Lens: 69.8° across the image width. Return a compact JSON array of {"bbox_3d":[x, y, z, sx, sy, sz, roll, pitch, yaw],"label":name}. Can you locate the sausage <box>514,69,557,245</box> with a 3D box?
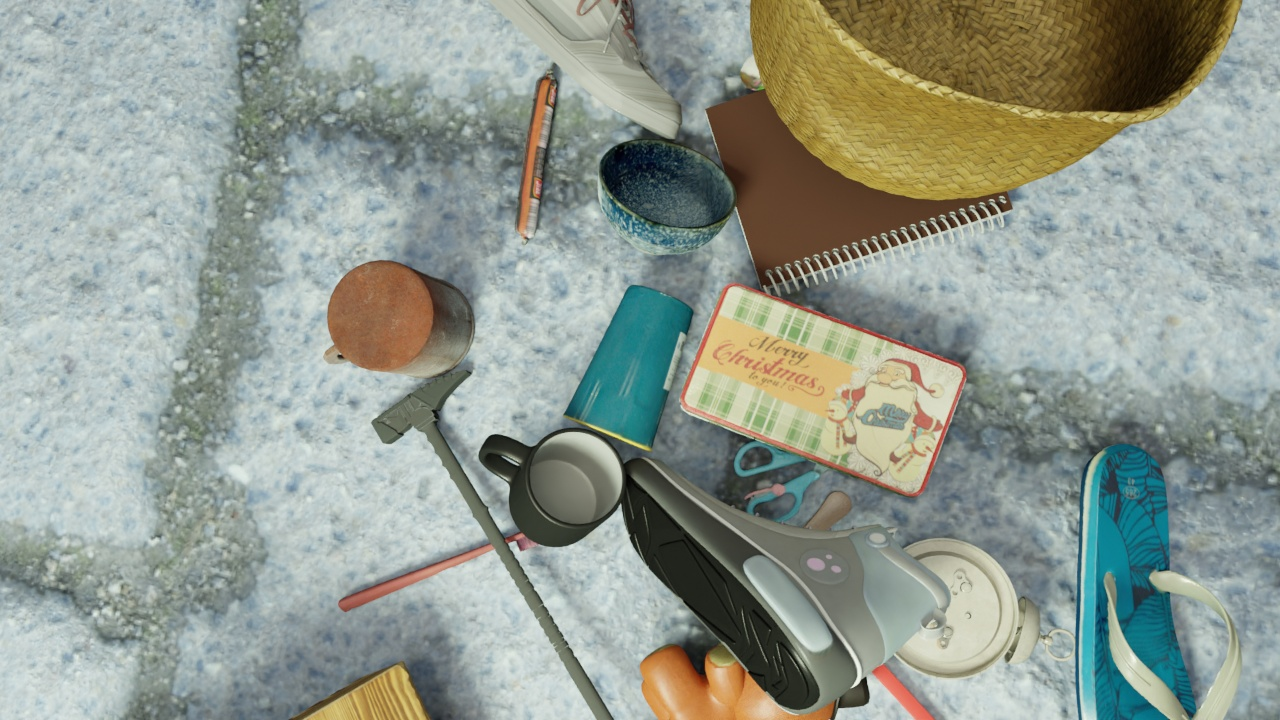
[{"bbox_3d":[-0.091,-0.177,0.795,0.020,0.020,0.155,8,88,7],"label":"sausage"}]

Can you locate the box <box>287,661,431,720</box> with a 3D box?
[{"bbox_3d":[-0.310,0.459,0.740,0.338,0.285,0.279,-32,83,46],"label":"box"}]

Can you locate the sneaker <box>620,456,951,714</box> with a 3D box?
[{"bbox_3d":[0.102,0.138,0.699,0.160,0.257,0.093,-19,127,-25],"label":"sneaker"}]

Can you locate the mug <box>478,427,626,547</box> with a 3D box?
[{"bbox_3d":[-0.075,0.094,0.728,0.113,0.088,0.078,30,64,-4],"label":"mug"}]

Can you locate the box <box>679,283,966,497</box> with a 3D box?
[{"bbox_3d":[0.143,0.024,0.736,0.205,0.051,0.117,22,83,9],"label":"box"}]

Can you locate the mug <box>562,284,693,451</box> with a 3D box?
[{"bbox_3d":[-0.004,0.004,0.749,0.078,0.078,0.121,22,85,8],"label":"mug"}]

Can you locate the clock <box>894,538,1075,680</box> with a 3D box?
[{"bbox_3d":[0.254,0.197,0.712,0.157,0.061,0.103,16,85,15],"label":"clock"}]

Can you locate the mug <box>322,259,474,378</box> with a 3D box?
[{"bbox_3d":[-0.210,-0.025,0.759,0.123,0.110,0.096,-27,79,4],"label":"mug"}]

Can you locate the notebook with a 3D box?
[{"bbox_3d":[0.179,-0.162,0.761,0.209,0.022,0.171,-17,83,6],"label":"notebook"}]

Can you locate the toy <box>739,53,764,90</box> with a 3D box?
[{"bbox_3d":[0.131,-0.278,0.763,0.079,0.038,0.122,16,80,12],"label":"toy"}]

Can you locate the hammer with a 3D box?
[{"bbox_3d":[-0.106,0.158,0.763,0.095,0.015,0.325,-34,77,2],"label":"hammer"}]

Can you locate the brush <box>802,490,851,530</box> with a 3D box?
[{"bbox_3d":[0.123,0.160,0.752,0.050,0.015,0.136,43,93,6],"label":"brush"}]

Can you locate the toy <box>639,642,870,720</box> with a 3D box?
[{"bbox_3d":[0.087,0.254,0.708,0.176,0.112,0.096,8,56,5],"label":"toy"}]

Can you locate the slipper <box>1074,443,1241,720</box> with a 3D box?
[{"bbox_3d":[0.379,0.209,0.677,0.118,0.060,0.294,0,84,-20],"label":"slipper"}]

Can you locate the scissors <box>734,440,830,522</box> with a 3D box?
[{"bbox_3d":[0.141,0.077,0.759,0.141,0.015,0.076,-29,82,-1],"label":"scissors"}]

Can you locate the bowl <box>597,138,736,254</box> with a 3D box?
[{"bbox_3d":[0.016,-0.124,0.752,0.114,0.061,0.114,9,48,-10],"label":"bowl"}]

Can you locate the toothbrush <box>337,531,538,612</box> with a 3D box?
[{"bbox_3d":[-0.170,0.180,0.787,0.190,0.016,0.016,-21,89,5],"label":"toothbrush"}]

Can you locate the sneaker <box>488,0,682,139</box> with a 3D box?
[{"bbox_3d":[-0.039,-0.284,0.756,0.236,0.099,0.090,43,107,9],"label":"sneaker"}]

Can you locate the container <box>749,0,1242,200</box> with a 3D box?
[{"bbox_3d":[0.232,-0.273,0.651,0.307,0.197,0.306,1,82,-5],"label":"container"}]

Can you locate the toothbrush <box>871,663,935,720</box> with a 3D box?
[{"bbox_3d":[0.192,0.248,0.730,0.012,0.018,0.212,-43,87,-2],"label":"toothbrush"}]
